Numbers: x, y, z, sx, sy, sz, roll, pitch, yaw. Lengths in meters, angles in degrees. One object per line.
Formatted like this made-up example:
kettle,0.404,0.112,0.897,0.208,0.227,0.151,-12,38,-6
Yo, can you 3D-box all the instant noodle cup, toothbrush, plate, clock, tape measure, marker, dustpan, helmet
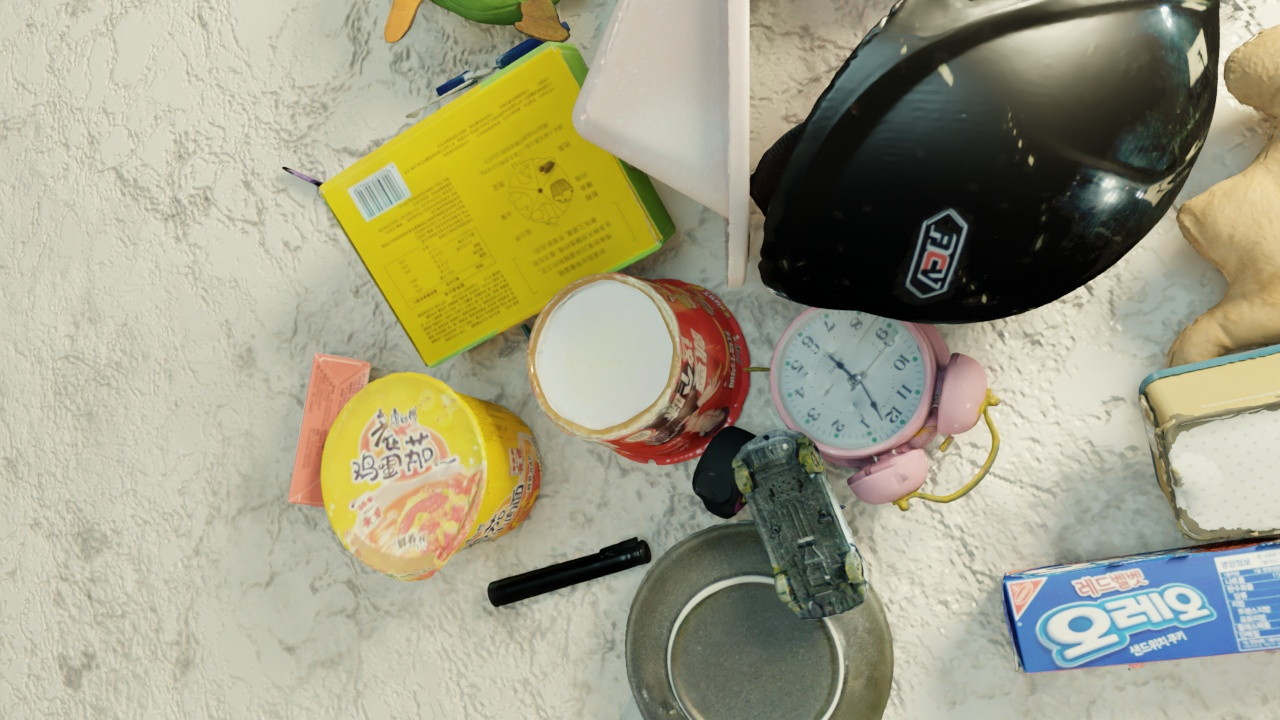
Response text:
instant noodle cup,-0.145,0.082,0.676,0.138,0.109,0.138,-3,83,22
toothbrush,-0.246,-0.136,0.796,0.189,0.014,0.017,25,106,23
instant noodle cup,-0.004,0.004,0.626,0.138,0.108,0.138,-3,83,22
plate,0.075,0.195,0.600,0.179,0.024,0.179,-1,87,11
clock,0.152,0.024,0.585,0.158,0.059,0.117,43,101,19
tape measure,0.059,0.073,0.620,0.039,0.057,0.057,29,76,22
marker,-0.055,0.157,0.678,0.132,0.022,0.020,-20,34,19
dustpan,0.058,-0.192,0.542,0.139,0.222,0.274,25,114,-5
helmet,0.173,-0.131,0.492,0.230,0.234,0.273,24,56,15

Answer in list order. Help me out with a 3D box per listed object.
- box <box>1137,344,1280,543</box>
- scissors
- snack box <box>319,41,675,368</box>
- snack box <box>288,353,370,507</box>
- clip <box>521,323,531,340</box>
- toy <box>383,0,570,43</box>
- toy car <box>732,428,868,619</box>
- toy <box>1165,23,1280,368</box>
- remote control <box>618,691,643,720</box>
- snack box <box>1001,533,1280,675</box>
box,0.368,0.034,0.478,0.184,0.059,0.090,-14,112,18
scissors,-0.119,-0.220,0.698,0.163,0.175,0.012,7,131,55
snack box,-0.102,-0.109,0.670,0.210,0.070,0.158,-26,101,18
snack box,-0.249,0.052,0.737,0.044,0.127,0.113,10,88,-19
clip,-0.071,-0.011,0.708,0.038,0.013,0.055,-32,72,17
toy,-0.122,-0.325,0.711,0.247,0.090,0.226,28,71,21
toy car,0.100,0.101,0.570,0.054,0.036,0.120,-24,86,23
toy,0.372,-0.073,0.498,0.143,0.082,0.226,18,96,24
remote control,0.035,0.208,0.635,0.056,0.020,0.136,26,92,21
snack box,0.311,0.132,0.508,0.208,0.058,0.057,-14,79,20
